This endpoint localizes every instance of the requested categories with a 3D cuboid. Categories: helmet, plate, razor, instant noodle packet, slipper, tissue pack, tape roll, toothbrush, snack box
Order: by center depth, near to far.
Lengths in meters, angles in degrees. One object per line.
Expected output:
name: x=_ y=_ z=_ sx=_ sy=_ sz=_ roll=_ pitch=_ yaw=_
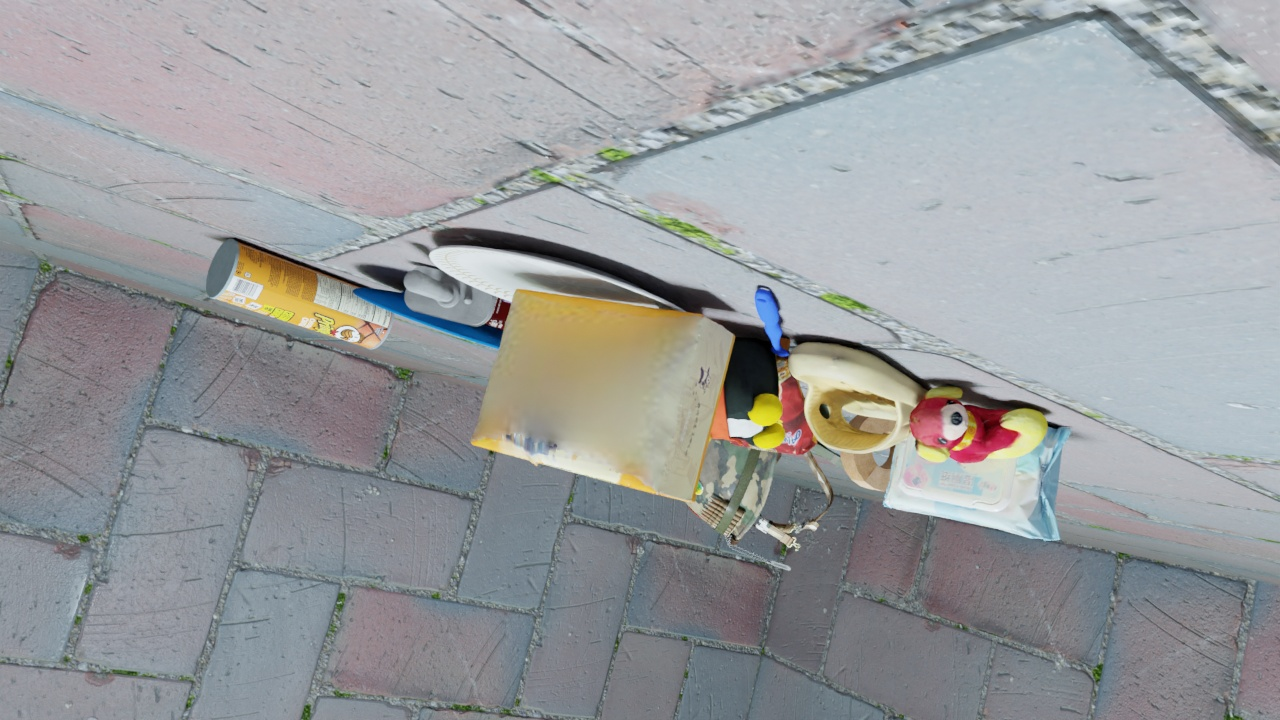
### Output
toothbrush: x=0.106 y=-0.030 z=0.731 sx=0.016 sy=0.018 sz=0.182 roll=13 pitch=170 yaw=16
snack box: x=-0.038 y=0.025 z=0.762 sx=0.195 sy=0.145 sz=0.080 roll=10 pitch=172 yaw=32
plate: x=-0.063 y=-0.062 z=0.800 sx=0.242 sy=0.016 sz=0.242 roll=15 pitch=173 yaw=2
slipper: x=0.207 y=0.047 z=0.859 sx=0.111 sy=0.079 sz=0.261 roll=7 pitch=169 yaw=30
razor: x=-0.195 y=-0.067 z=0.869 sx=0.088 sy=0.047 sz=0.116 roll=14 pitch=178 yaw=7
instant noodle packet: x=0.116 y=0.038 z=0.919 sx=0.099 sy=0.039 sz=0.135 roll=5 pitch=131 yaw=37
tissue pack: x=0.339 y=0.111 z=0.931 sx=0.070 sy=0.112 sz=0.182 roll=20 pitch=171 yaw=-40
snack box: x=-0.112 y=-0.041 z=0.994 sx=0.141 sy=0.031 sz=0.051 roll=16 pitch=173 yaw=-11
tape roll: x=0.279 y=0.103 z=1.062 sx=0.094 sy=0.094 sz=0.027 roll=17 pitch=173 yaw=-19
plate: x=-0.222 y=-0.053 z=1.075 sx=0.224 sy=0.024 sz=0.224 roll=20 pitch=-178 yaw=-1
helmet: x=0.151 y=0.142 z=1.173 sx=0.236 sy=0.225 sz=0.192 roll=15 pitch=-144 yaw=18

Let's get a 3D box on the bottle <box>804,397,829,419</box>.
bottle: x=0.121 y=0.046 z=1.023 sx=0.071 sy=0.071 sz=0.207 roll=21 pitch=171 yaw=-40

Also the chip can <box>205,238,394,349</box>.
chip can: x=-0.422 y=-0.080 z=1.154 sx=0.075 sy=0.075 sz=0.214 roll=7 pitch=169 yaw=46

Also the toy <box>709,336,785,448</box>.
toy: x=0.067 y=0.026 z=0.827 sx=0.119 sy=0.099 sz=0.097 roll=-4 pitch=154 yaw=10

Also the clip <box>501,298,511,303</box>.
clip: x=-0.131 y=-0.065 z=0.937 sx=0.046 sy=0.014 sz=0.050 roll=25 pitch=171 yaw=-41

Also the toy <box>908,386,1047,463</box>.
toy: x=0.301 y=0.064 z=0.839 sx=0.137 sy=0.067 sz=0.106 roll=10 pitch=153 yaw=-27
